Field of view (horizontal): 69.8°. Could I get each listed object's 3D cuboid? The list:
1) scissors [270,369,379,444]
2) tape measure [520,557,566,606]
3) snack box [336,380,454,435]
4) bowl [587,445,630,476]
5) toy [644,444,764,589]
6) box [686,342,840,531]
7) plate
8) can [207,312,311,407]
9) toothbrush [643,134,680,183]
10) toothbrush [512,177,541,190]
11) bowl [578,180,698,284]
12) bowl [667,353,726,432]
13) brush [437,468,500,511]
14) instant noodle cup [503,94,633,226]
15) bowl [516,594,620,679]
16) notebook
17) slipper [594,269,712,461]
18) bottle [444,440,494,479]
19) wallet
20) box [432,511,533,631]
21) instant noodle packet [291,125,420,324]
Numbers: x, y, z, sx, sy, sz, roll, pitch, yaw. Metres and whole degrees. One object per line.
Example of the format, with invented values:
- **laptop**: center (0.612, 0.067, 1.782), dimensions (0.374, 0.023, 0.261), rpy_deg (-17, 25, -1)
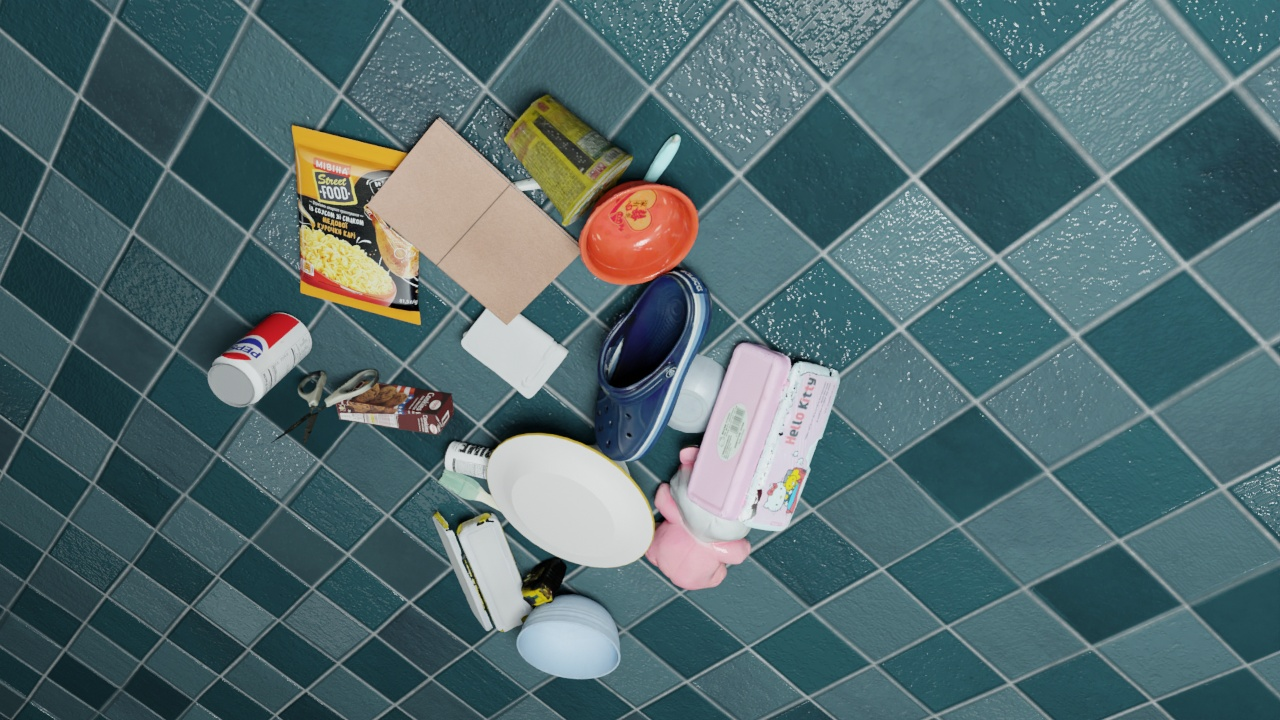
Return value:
- **scissors**: center (-0.408, 0.051, 1.179), dimensions (0.168, 0.157, 0.013), rpy_deg (-26, 124, -21)
- **tape measure**: center (-0.141, 0.314, 1.306), dimensions (0.038, 0.067, 0.063), rpy_deg (45, 131, -15)
- **snack box**: center (-0.322, 0.060, 1.207), dimensions (0.141, 0.050, 0.032), rpy_deg (8, 122, 11)
- **bowl**: center (-0.063, 0.161, 1.186), dimensions (0.116, 0.065, 0.116), rpy_deg (7, 122, 12)
- **toy**: center (0.082, 0.199, 1.157), dimensions (0.142, 0.084, 0.214), rpy_deg (30, 125, 5)
- **box**: center (0.143, 0.089, 1.060), dimensions (0.101, 0.103, 0.201), rpy_deg (25, 99, 47)
- **plate**: center (-0.093, 0.185, 1.145), dimensions (0.230, 0.021, 0.230), rpy_deg (14, 131, 16)
- **can**: center (-0.481, -0.002, 1.165), dimensions (0.070, 0.131, 0.070), rpy_deg (7, 122, 11)
- **toothbrush**: center (-0.005, -0.171, 0.996), dimensions (0.016, 0.016, 0.181), rpy_deg (29, 123, -10)
- **toothbrush**: center (-0.164, -0.186, 1.032), dimensions (0.189, 0.016, 0.017), rpy_deg (-9, 128, 21)
- **bowl**: center (-0.007, -0.144, 0.974), dimensions (0.130, 0.045, 0.131), rpy_deg (-12, 139, -11)
- **bowl**: center (0.058, 0.046, 1.096), dimensions (0.106, 0.039, 0.106), rpy_deg (7, 122, 12)
- **brush**: center (-0.182, 0.211, 1.284), dimensions (0.217, 0.012, 0.033), rpy_deg (28, 124, -4)
- **instant noodle cup**: center (-0.079, -0.211, 0.950), dimensions (0.108, 0.102, 0.102), rpy_deg (45, 122, -3)
- **bowl**: center (-0.098, 0.388, 1.324), dimensions (0.150, 0.074, 0.151), rpy_deg (5, 132, 5)
- **notebook**: center (-0.187, -0.150, 1.036), dimensions (0.209, 0.008, 0.142), rpy_deg (41, 119, -15)
- **slipper**: center (-0.006, 0.006, 1.038), dimensions (0.105, 0.095, 0.253), rpy_deg (47, 127, 32)
- **bottle**: center (-0.201, 0.139, 1.227), dimensions (0.116, 0.041, 0.041), rpy_deg (11, 123, 9)
- **wallet**: center (-0.153, -0.018, 1.126), dimensions (0.116, 0.032, 0.086), rpy_deg (42, 112, -9)
- **box**: center (-0.230, 0.301, 1.344), dimensions (0.084, 0.080, 0.210), rpy_deg (-24, 122, -17)
- **instant noodle packet**: center (-0.335, -0.155, 1.088), dimensions (0.160, 0.032, 0.221), rpy_deg (15, 124, 6)
